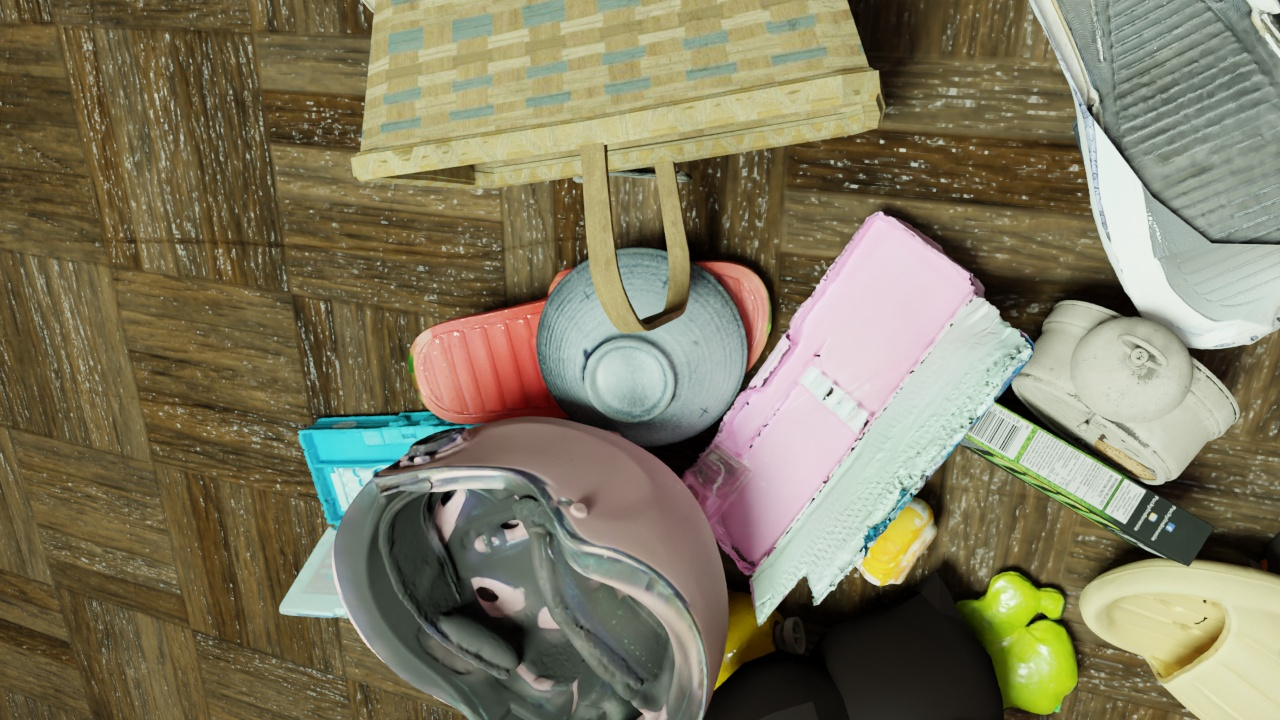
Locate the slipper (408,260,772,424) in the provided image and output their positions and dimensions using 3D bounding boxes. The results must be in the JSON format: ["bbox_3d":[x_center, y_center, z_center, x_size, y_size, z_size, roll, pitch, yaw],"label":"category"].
[{"bbox_3d":[-0.033,-0.013,0.626,0.249,0.059,0.103,-12,110,12],"label":"slipper"}]

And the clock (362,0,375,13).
[{"bbox_3d":[-0.134,-0.236,0.553,0.055,0.092,0.141,-13,97,22],"label":"clock"}]

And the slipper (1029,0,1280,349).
[{"bbox_3d":[0.261,-0.138,0.451,0.111,0.063,0.264,-23,88,29],"label":"slipper"}]

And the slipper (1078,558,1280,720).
[{"bbox_3d":[0.383,0.186,0.505,0.261,0.079,0.111,17,143,10],"label":"slipper"}]

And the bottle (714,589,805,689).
[{"bbox_3d":[0.040,0.210,0.683,0.164,0.070,0.071,-14,105,27],"label":"bottle"}]

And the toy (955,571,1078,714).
[{"bbox_3d":[0.249,0.189,0.607,0.093,0.036,0.094,44,114,7],"label":"toy"}]

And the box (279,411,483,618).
[{"bbox_3d":[-0.171,0.124,0.730,0.228,0.085,0.170,-4,77,24],"label":"box"}]

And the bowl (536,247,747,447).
[{"bbox_3d":[-0.003,0.003,0.565,0.137,0.057,0.137,3,111,7],"label":"bowl"}]

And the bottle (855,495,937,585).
[{"bbox_3d":[0.136,0.096,0.600,0.109,0.063,0.063,36,121,23],"label":"bottle"}]

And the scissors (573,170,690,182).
[{"bbox_3d":[-0.050,-0.123,0.607,0.161,0.118,0.014,6,88,-14],"label":"scissors"}]

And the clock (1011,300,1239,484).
[{"bbox_3d":[0.241,0.017,0.469,0.103,0.157,0.061,39,91,24],"label":"clock"}]

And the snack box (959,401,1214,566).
[{"bbox_3d":[0.237,0.062,0.530,0.147,0.080,0.025,31,92,8],"label":"snack box"}]

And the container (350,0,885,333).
[{"bbox_3d":[-0.004,-0.110,0.469,0.250,0.157,0.186,-5,97,16],"label":"container"}]

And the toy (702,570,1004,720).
[{"bbox_3d":[0.125,0.220,0.585,0.184,0.159,0.140,-9,92,-11],"label":"toy"}]

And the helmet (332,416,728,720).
[{"bbox_3d":[-0.062,0.130,0.568,0.256,0.152,0.230,-12,113,32],"label":"helmet"}]

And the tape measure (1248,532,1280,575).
[{"bbox_3d":[0.391,0.114,0.513,0.059,0.038,0.058,31,120,8],"label":"tape measure"}]

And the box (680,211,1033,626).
[{"bbox_3d":[0.121,0.044,0.537,0.062,0.160,0.231,18,115,-33],"label":"box"}]
